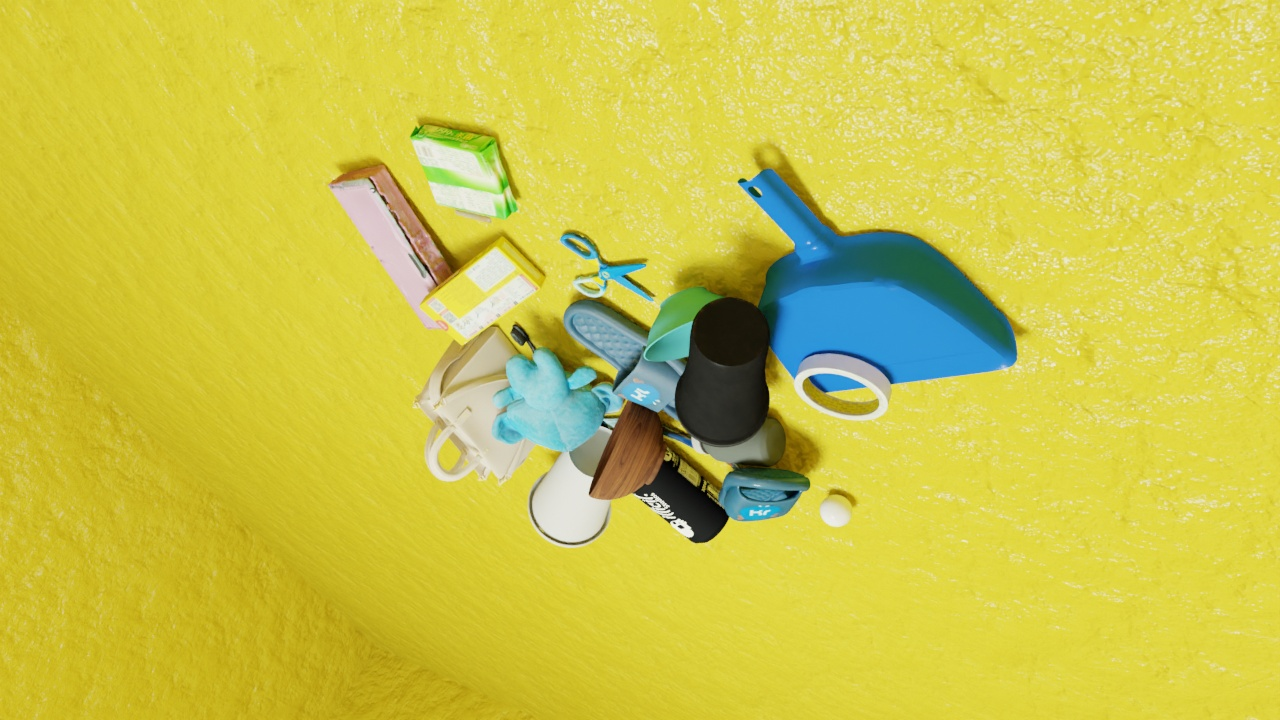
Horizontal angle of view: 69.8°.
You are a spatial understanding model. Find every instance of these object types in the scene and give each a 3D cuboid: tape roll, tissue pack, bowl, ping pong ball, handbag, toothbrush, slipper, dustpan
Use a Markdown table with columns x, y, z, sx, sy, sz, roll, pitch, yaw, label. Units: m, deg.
| x | y | z | sx | sy | sz | roll | pitch | yaw | label |
| --- | --- | --- | --- | --- | --- | --- | --- | --- | --- |
| 0.201 | 0.027 | 0.912 | 0.094 | 0.019 | 0.094 | 18 | 152 | 10 | tape roll |
| -0.191 | -0.203 | 0.996 | 0.114 | 0.034 | 0.100 | 16 | 143 | 25 | tissue pack |
| 0.053 | -0.045 | 0.967 | 0.121 | 0.121 | 0.046 | -46 | 60 | 58 | bowl |
| 0.246 | 0.188 | 1.152 | 0.040 | 0.040 | 0.040 | 22 | 147 | 15 | ping pong ball |
| -0.224 | 0.083 | 1.262 | 0.101 | 0.197 | 0.195 | 1 | 136 | 40 | handbag |
| -0.127 | 0.019 | 1.265 | 0.014 | 0.017 | 0.188 | 1 | 138 | 38 | toothbrush |
| -0.006 | 0.120 | 1.183 | 0.069 | 0.147 | 0.148 | 24 | 149 | -4 | bowl |
| -0.007 | 0.006 | 1.103 | 0.213 | 0.059 | 0.104 | 40 | 145 | -10 | slipper |
| 0.152 | 0.172 | 1.151 | 0.104 | 0.059 | 0.214 | 0 | 164 | -4 | slipper |
| 0.172 | -0.072 | 0.841 | 0.257 | 0.059 | 0.246 | 39 | 149 | -30 | dustpan |

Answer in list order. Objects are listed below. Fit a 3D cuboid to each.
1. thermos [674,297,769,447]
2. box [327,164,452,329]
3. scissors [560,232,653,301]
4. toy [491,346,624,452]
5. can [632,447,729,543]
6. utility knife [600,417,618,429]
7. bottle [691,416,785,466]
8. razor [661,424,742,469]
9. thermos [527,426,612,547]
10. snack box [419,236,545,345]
| x | y | z | sx | sy | sz | roll | pitch | yaw | label |
| --- | --- | --- | --- | --- | --- | --- | --- | --- | --- |
| 0.087 | 0.012 | 0.941 | 0.106 | 0.105 | 0.219 | 25 | 162 | 11 | thermos |
| -0.298 | -0.134 | 1.157 | 0.098 | 0.041 | 0.233 | 0 | 131 | 37 | box |
| -0.041 | -0.096 | 1.033 | 0.125 | 0.016 | 0.125 | 33 | 152 | 1 | scissors |
| -0.122 | 0.040 | 1.204 | 0.183 | 0.114 | 0.181 | -16 | 134 | 6 | toy |
| 0.051 | 0.184 | 1.276 | 0.146 | 0.080 | 0.080 | 41 | 147 | -14 | can |
| -0.092 | 0.095 | 1.338 | 0.198 | 0.020 | 0.029 | -10 | 134 | 45 | utility knife |
| 0.118 | 0.096 | 1.116 | 0.109 | 0.060 | 0.060 | 2 | 137 | 40 | bottle |
| 0.084 | 0.118 | 1.215 | 0.141 | 0.018 | 0.044 | 27 | 171 | 13 | razor |
| -0.088 | 0.183 | 1.355 | 0.131 | 0.131 | 0.222 | 30 | 145 | 3 | thermos |
| -0.194 | -0.082 | 1.119 | 0.153 | 0.025 | 0.075 | -31 | 117 | 31 | snack box |
